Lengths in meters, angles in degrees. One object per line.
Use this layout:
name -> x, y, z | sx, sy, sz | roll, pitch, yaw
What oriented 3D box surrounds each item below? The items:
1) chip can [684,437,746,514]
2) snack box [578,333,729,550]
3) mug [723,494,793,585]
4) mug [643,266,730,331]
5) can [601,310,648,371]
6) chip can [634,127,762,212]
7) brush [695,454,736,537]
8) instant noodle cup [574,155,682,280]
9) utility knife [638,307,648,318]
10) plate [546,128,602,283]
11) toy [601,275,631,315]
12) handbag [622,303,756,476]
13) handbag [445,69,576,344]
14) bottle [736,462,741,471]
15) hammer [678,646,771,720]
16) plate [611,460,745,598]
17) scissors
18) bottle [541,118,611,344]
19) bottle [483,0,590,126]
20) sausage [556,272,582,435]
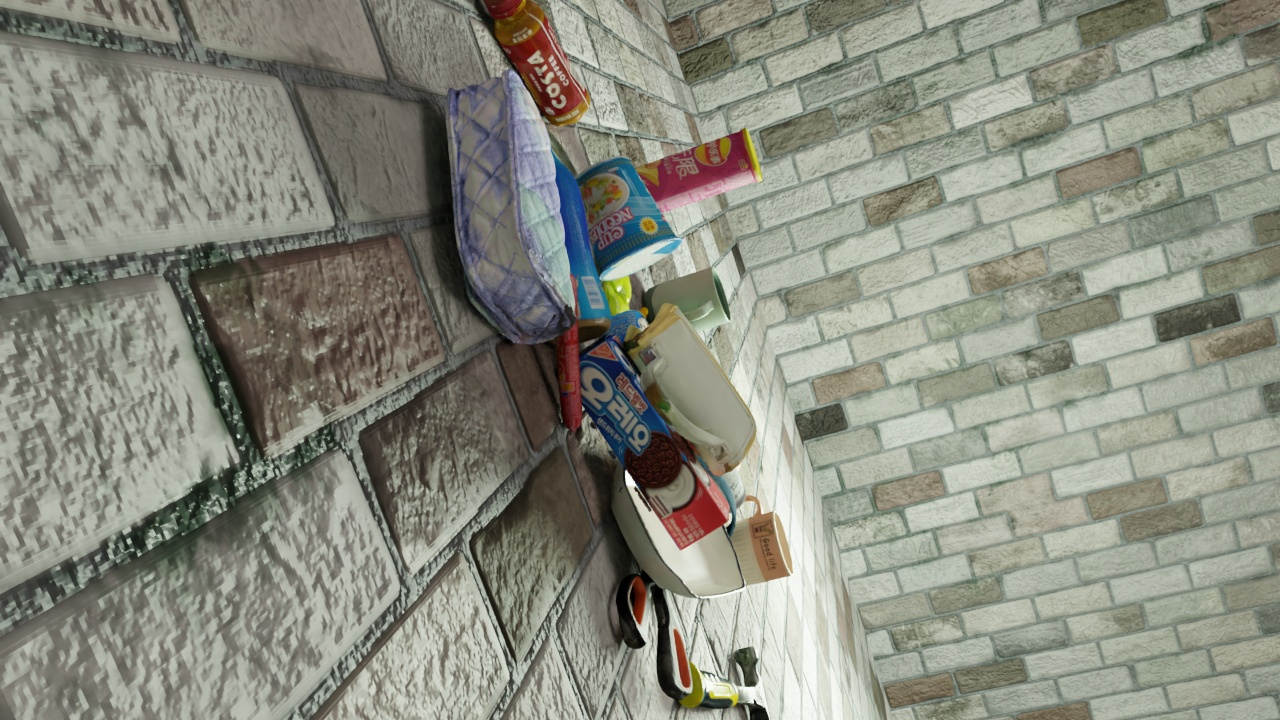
chip can -> 0.070, 0.094, 1.134 | 0.071, 0.071, 0.215 | -86, 159, -56
snack box -> 0.004, 0.075, 0.861 | 0.207, 0.058, 0.057 | 56, 11, -2
mug -> 0.130, 0.231, 1.175 | 0.081, 0.106, 0.114 | 49, 27, -60
mug -> 0.063, -0.073, 1.283 | 0.111, 0.106, 0.082 | -70, 142, -69
can -> -0.006, 0.006, 1.017 | 0.083, 0.057, 0.102 | -92, 160, -53
chip can -> 0.049, -0.237, 1.205 | 0.071, 0.211, 0.071 | -16, 90, -76
brush -> 0.076, 0.169, 1.106 | 0.055, 0.074, 0.144 | -75, 146, -59
instant noodle cup -> -0.022, -0.156, 0.989 | 0.110, 0.099, 0.099 | 64, 13, 6
utility knife -> -0.002, -0.048, 1.149 | 0.167, 0.015, 0.033 | -61, 167, -77
plate -> -0.083, -0.160, 0.987 | 0.179, 0.024, 0.179 | -18, 90, -78
toy -> -0.029, -0.083, 1.086 | 0.097, 0.031, 0.100 | 51, 29, -65
handbag -> 0.049, 0.032, 0.880 | 0.163, 0.063, 0.178 | 54, 14, -9
handbag -> -0.106, -0.124, 0.737 | 0.134, 0.076, 0.193 | 58, 21, -61
bottle -> 0.086, 0.124, 1.247 | 0.149, 0.067, 0.066 | 36, 38, -58
hammer -> 0.099, 0.378, 1.034 | 0.323, 0.032, 0.126 | 47, 28, -62
plate -> 0.037, 0.176, 0.948 | 0.162, 0.034, 0.265 | 62, 13, 18
scissors -> 0.015, 0.228, 0.888 | 0.198, 0.022, 0.226 | 66, 13, 7
bottle -> -0.082, -0.125, 0.856 | 0.065, 0.065, 0.218 | 28, 45, -71
bottle -> -0.113, -0.335, 1.002 | 0.175, 0.057, 0.057 | 54, 23, -53
sausage -> -0.063, -0.007, 0.800 | 0.020, 0.020, 0.156 | -63, 153, -71
